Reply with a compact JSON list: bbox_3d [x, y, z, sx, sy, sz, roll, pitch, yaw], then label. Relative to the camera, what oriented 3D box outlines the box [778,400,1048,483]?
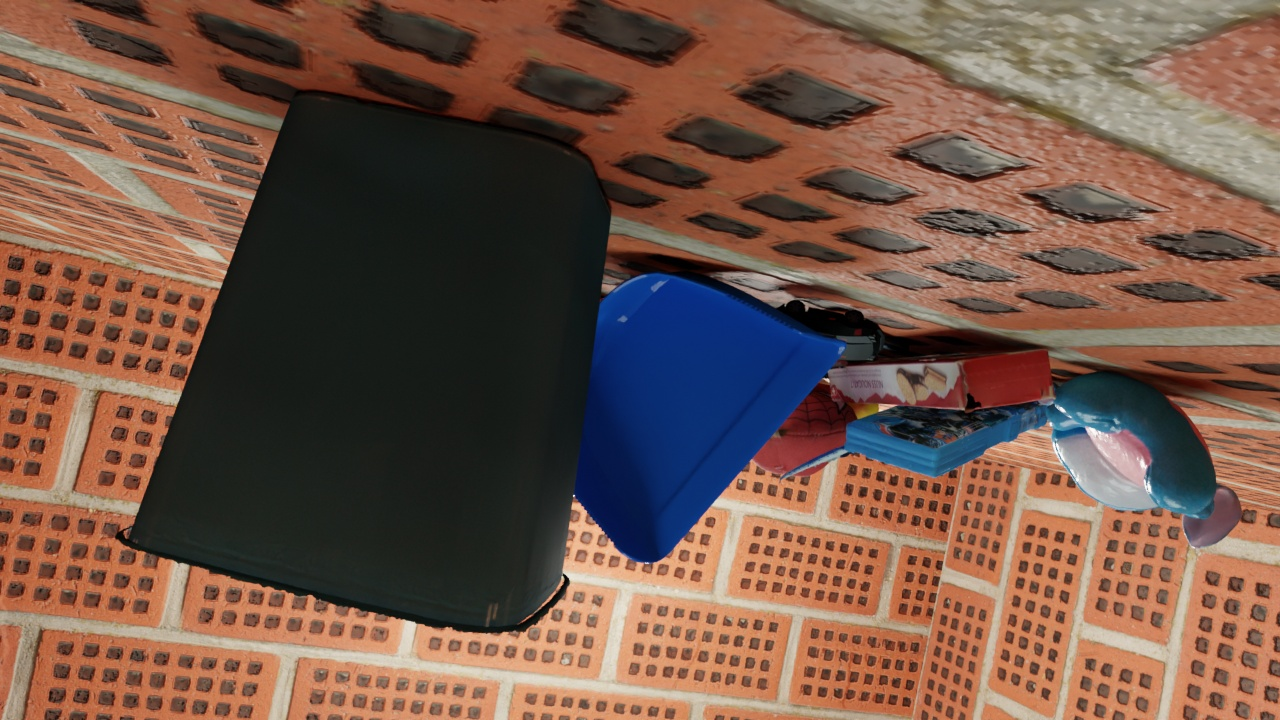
[{"bbox_3d":[0.267,0.062,0.892,0.242,0.060,0.176,-11,-179,-45],"label":"box"}]

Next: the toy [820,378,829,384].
[{"bbox_3d":[0.200,0.050,1.300,0.180,0.101,0.138,33,-160,29],"label":"toy"}]

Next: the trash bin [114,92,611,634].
[{"bbox_3d":[-0.115,0.000,0.479,0.196,0.218,0.199,12,177,4],"label":"trash bin"}]

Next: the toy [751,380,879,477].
[{"bbox_3d":[0.197,0.068,1.058,0.148,0.099,0.215,-8,-172,33],"label":"toy"}]

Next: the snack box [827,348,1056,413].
[{"bbox_3d":[0.244,0.015,0.794,0.076,0.044,0.273,-7,180,-8],"label":"snack box"}]

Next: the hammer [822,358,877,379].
[{"bbox_3d":[0.139,-0.003,1.071,0.313,0.035,0.139,9,173,42],"label":"hammer"}]

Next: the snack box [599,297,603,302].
[{"bbox_3d":[-0.116,-0.056,1.003,0.142,0.040,0.145,14,173,-8],"label":"snack box"}]

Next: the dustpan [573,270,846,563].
[{"bbox_3d":[-0.021,-0.005,0.701,0.257,0.246,0.059,44,-152,15],"label":"dustpan"}]

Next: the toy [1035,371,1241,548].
[{"bbox_3d":[0.389,0.062,0.755,0.224,0.099,0.191,41,-173,24],"label":"toy"}]

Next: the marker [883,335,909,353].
[{"bbox_3d":[0.188,-0.020,0.765,0.122,0.015,0.018,13,173,-42],"label":"marker"}]

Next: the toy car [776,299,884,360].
[{"bbox_3d":[0.138,-0.017,0.699,0.092,0.036,0.042,11,150,18],"label":"toy car"}]
